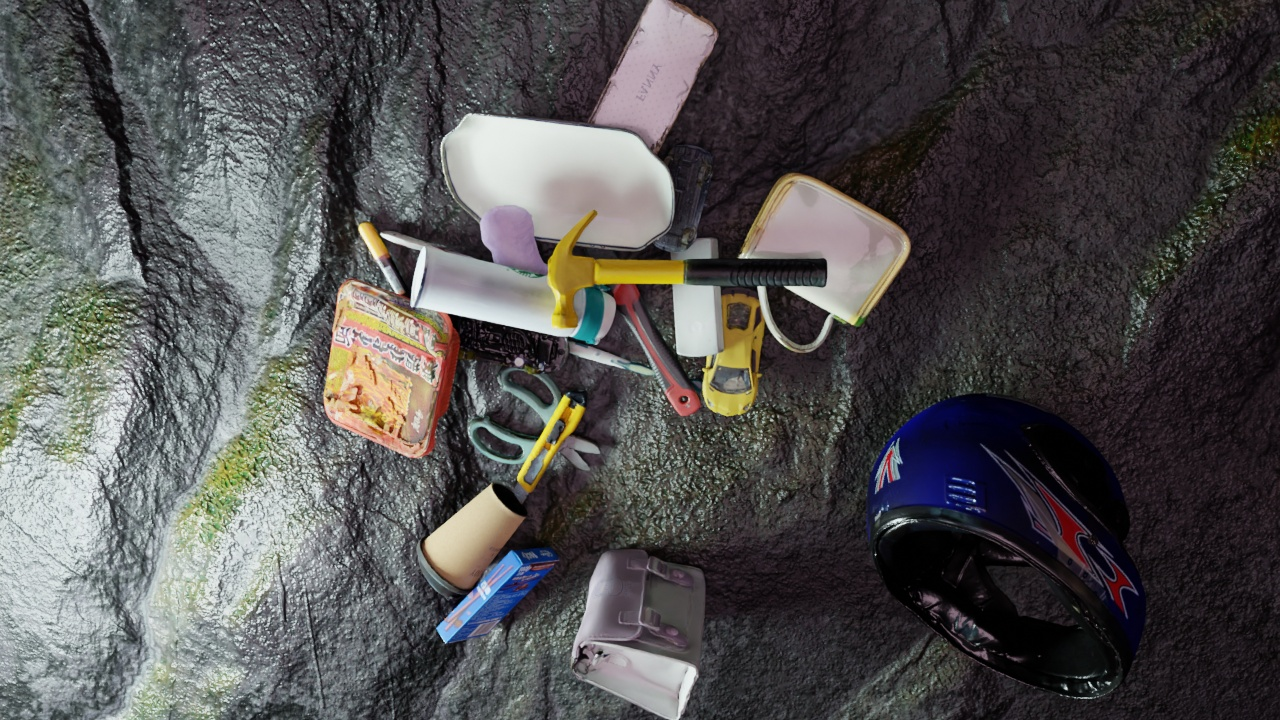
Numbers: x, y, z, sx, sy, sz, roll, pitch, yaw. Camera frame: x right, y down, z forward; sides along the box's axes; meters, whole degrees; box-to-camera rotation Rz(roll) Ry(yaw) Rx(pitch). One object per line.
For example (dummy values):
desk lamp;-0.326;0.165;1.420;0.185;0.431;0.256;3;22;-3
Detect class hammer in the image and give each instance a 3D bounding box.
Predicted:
hammer;0.049;-0.096;0.990;0.301;0.033;0.129;1;94;1

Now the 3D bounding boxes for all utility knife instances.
utility knife;-0.113;0.107;1.129;0.033;0.015;0.174;30;107;-3

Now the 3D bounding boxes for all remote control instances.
remote control;0.065;-0.072;1.053;0.056;0.019;0.135;-3;92;31

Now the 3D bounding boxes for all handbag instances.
handbag;0.190;-0.103;1.032;0.163;0.063;0.179;29;103;-4
handbag;0.001;0.315;1.105;0.145;0.196;0.098;14;109;1

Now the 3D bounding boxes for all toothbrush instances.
toothbrush;-0.220;-0.120;1.092;0.187;0.016;0.017;18;117;-1
toothbrush;-0.007;0.006;1.110;0.191;0.018;0.016;17;107;2

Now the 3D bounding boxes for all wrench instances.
wrench;-0.001;-0.057;1.079;0.056;0.016;0.273;-23;98;14

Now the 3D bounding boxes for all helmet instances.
helmet;0.406;0.177;1.000;0.315;0.239;0.248;40;144;1

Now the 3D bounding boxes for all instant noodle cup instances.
instant noodle cup;-0.287;0.007;1.085;0.164;0.079;0.189;21;108;21

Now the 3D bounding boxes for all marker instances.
marker;-0.301;-0.110;1.103;0.018;0.015;0.124;-23;105;13

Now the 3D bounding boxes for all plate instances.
plate;-0.088;-0.201;1.010;0.266;0.034;0.162;8;137;12

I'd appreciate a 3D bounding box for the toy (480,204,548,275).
toy;-0.142;-0.129;1.047;0.084;0.039;0.108;-16;124;2

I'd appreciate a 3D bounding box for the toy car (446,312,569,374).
toy car;-0.160;-0.027;1.098;0.158;0.042;0.070;14;107;6

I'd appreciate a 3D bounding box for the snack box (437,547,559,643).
snack box;-0.182;0.299;1.175;0.157;0.084;0.026;-47;64;15

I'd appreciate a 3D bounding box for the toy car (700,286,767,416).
toy car;0.110;-0.009;1.073;0.071;0.041;0.156;7;98;4

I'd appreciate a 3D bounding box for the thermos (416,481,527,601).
thermos;-0.211;0.225;1.157;0.093;0.093;0.143;44;98;-8

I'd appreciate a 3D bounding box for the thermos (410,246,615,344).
thermos;-0.137;-0.072;1.026;0.224;0.073;0.073;11;108;-22

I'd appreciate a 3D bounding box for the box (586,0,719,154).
box;0.015;-0.307;0.993;0.090;0.062;0.184;30;105;-5

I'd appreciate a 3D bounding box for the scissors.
scissors;-0.124;0.070;1.136;0.177;0.019;0.170;12;106;3

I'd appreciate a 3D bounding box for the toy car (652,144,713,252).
toy car;0.047;-0.181;1.033;0.054;0.036;0.121;20;103;24
